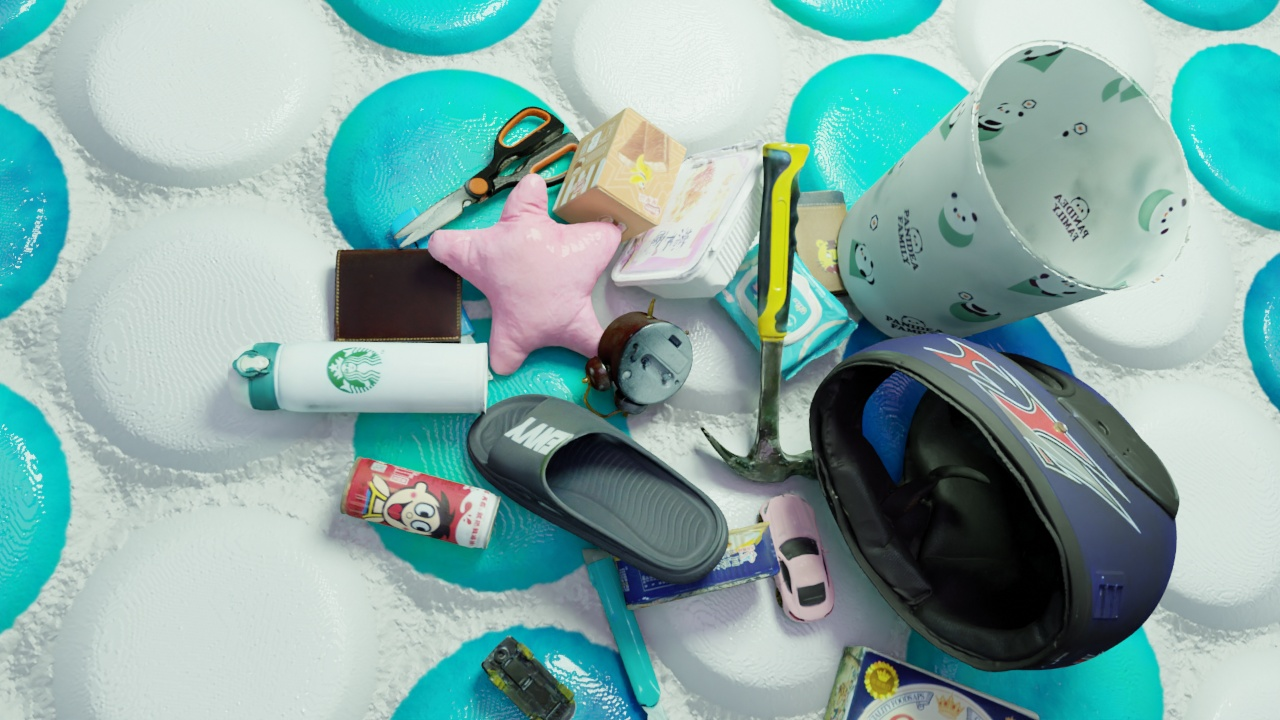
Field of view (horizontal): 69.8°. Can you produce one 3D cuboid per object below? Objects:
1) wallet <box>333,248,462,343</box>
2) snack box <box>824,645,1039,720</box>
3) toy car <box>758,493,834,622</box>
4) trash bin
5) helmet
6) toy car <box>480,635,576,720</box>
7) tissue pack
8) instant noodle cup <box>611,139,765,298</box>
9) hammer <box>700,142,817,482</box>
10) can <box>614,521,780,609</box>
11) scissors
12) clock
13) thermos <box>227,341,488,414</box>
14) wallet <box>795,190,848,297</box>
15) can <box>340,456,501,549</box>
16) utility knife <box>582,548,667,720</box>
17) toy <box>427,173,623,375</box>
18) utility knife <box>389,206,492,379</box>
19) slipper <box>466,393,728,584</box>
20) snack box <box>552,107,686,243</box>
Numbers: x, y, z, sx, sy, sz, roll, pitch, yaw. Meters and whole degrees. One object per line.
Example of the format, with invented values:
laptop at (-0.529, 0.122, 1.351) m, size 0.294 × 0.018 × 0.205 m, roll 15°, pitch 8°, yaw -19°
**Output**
wallet at (-0.232, -0.061, 0.883) m, size 0.122 × 0.020 × 0.096 m, roll -1°, pitch 82°, yaw -1°
snack box at (0.250, 0.376, 0.828) m, size 0.178 × 0.046 × 0.182 m, roll 22°, pitch 71°, yaw -3°
toy car at (0.150, 0.187, 0.874) m, size 0.056 × 0.037 × 0.122 m, roll -9°, pitch 74°, yaw -14°
trash bin at (0.330, -0.134, 0.875) m, size 0.229 × 0.252 × 0.229 m, roll 5°, pitch 74°, yaw -19°
helmet at (0.320, 0.108, 0.822) m, size 0.239 × 0.248 × 0.315 m, roll -19°, pitch 72°, yaw -43°
toy car at (-0.096, 0.284, 0.803) m, size 0.090 × 0.035 × 0.042 m, roll 44°, pitch 73°, yaw 5°
tissue pack at (0.142, -0.054, 0.926) m, size 0.093 × 0.050 × 0.133 m, roll -41°, pitch 83°, yaw 5°
instant noodle cup at (0.063, -0.131, 0.916) m, size 0.060 × 0.138 × 0.173 m, roll 41°, pitch 68°, yaw -32°
hammer at (0.124, -0.041, 0.872) m, size 0.126 × 0.032 × 0.323 m, roll -1°, pitch 100°, yaw -10°
can at (0.053, 0.187, 0.838) m, size 0.148 × 0.075 × 0.049 m, roll -11°, pitch 78°, yaw -11°
scissors at (-0.164, -0.189, 0.933) m, size 0.234 × 0.022 × 0.143 m, roll -17°, pitch 73°, yaw -20°
clock at (-0.005, 0.005, 0.880) m, size 0.122 × 0.055 × 0.082 m, roll -50°, pitch 125°, yaw -2°
thermos at (-0.253, 0.015, 0.836) m, size 0.224 × 0.073 × 0.073 m, roll 1°, pitch 73°, yaw -7°
wallet at (0.188, -0.122, 0.979) m, size 0.090 × 0.033 × 0.115 m, roll -9°, pitch 78°, yaw -13°
can at (-0.196, 0.129, 0.824) m, size 0.132 × 0.053 × 0.053 m, roll 16°, pitch 71°, yaw -4°
utility knife at (-0.005, 0.274, 0.833) m, size 0.029 × 0.013 × 0.223 m, roll -17°, pitch 74°, yaw -16°
toy at (-0.088, -0.077, 0.883) m, size 0.178 × 0.074 × 0.194 m, roll -30°, pitch 106°, yaw -6°
utility knife at (-0.194, -0.063, 0.903) m, size 0.034 × 0.018 × 0.194 m, roll -26°, pitch 80°, yaw -17°
slipper at (-0.042, 0.095, 0.811) m, size 0.268 × 0.083 × 0.110 m, roll 28°, pitch 64°, yaw 23°
snack box at (-0.021, -0.180, 0.917) m, size 0.077 × 0.093 × 0.094 m, roll 29°, pitch 68°, yaw -26°
